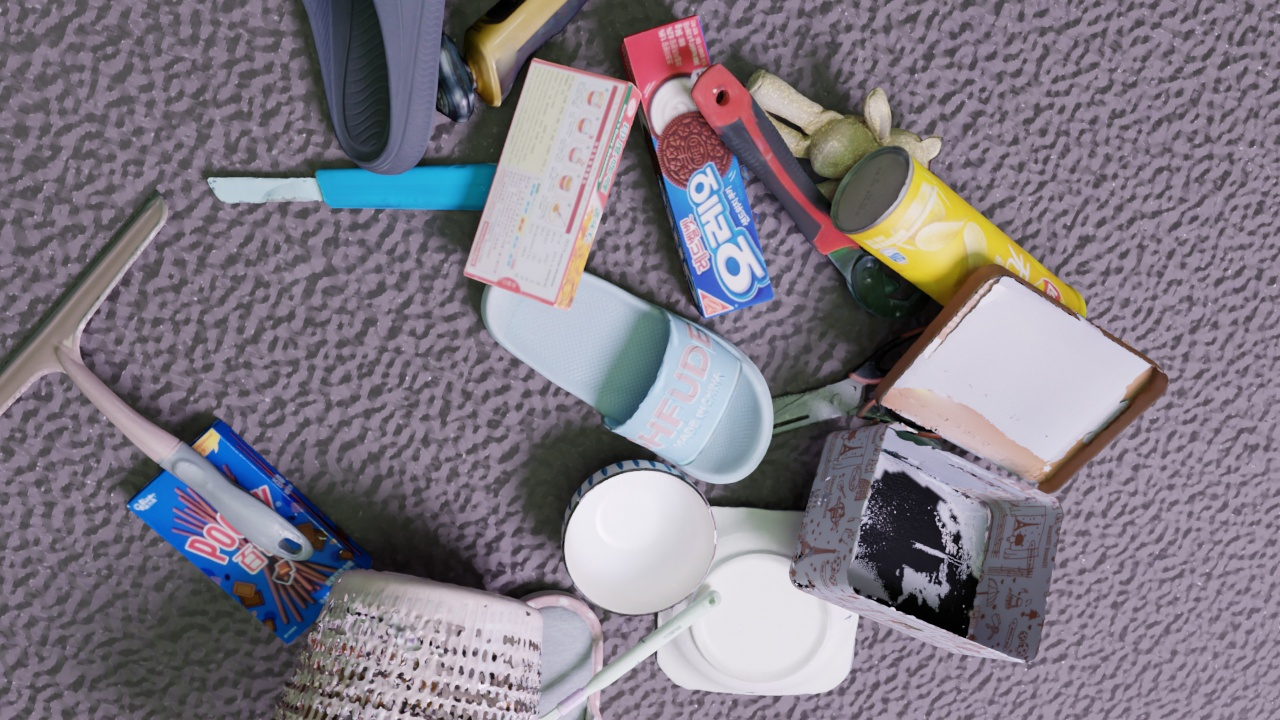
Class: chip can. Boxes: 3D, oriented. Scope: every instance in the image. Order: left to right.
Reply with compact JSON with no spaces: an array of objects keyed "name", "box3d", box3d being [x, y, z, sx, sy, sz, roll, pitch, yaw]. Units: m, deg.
[{"name":"chip can","box3d":[0.236,-0.072,0.671,0.213,0.072,0.072,29,95,-29]}]

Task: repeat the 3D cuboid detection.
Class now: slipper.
[{"name":"slipper","box3d":[-0.176,-0.251,0.568,0.083,0.111,0.268,-12,113,-49]},{"name":"slipper","box3d":[-0.083,0.318,0.733,0.114,0.054,0.274,8,98,-10]},{"name":"slipper","box3d":[-0.004,0.004,0.672,0.245,0.074,0.104,31,94,-10]}]

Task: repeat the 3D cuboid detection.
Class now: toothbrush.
[{"name":"toothbrush","box3d":[-0.016,0.235,0.701,0.189,0.020,0.029,-35,85,-4]}]

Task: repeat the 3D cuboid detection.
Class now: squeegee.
[{"name":"squeegee","box3d":[-0.324,0.056,0.626,0.249,0.040,0.247,42,91,-4]}]

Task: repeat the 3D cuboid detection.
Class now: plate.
[{"name":"plate","box3d":[0.095,0.199,0.734,0.163,0.034,0.164,1,101,3]}]

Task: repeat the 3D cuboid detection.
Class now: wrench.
[{"name":"wrench","box3d":[0.129,-0.110,0.662,0.273,0.016,0.056,37,92,-31]}]

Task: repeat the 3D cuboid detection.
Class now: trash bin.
[{"name":"trash bin","box3d":[-0.158,0.252,0.625,0.227,0.228,0.191,15,70,-12]}]

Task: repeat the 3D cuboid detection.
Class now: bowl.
[{"name":"bowl","box3d":[-0.005,0.128,0.702,0.116,0.066,0.116,-2,102,-8]}]

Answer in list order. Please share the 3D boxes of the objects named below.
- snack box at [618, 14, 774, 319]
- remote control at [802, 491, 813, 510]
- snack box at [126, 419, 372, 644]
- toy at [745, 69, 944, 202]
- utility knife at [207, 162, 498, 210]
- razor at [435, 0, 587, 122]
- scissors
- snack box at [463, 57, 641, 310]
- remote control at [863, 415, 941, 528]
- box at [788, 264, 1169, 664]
[{"name":"snack box","box3d":[0.042,-0.135,0.662,0.058,0.057,0.207,-18,104,-1]},{"name":"remote control","box3d":[0.157,0.132,0.750,0.053,0.024,0.136,26,96,-14]},{"name":"snack box","box3d":[-0.285,0.128,0.677,0.084,0.026,0.157,-42,104,1]},{"name":"toy","box3d":[0.141,-0.164,0.675,0.157,0.066,0.105,21,129,-8]},{"name":"utility knife","box3d":[-0.190,-0.122,0.646,0.216,0.018,0.034,-2,103,-10]},{"name":"razor","box3d":[-0.083,-0.234,0.626,0.167,0.062,0.067,-44,134,-4]},{"name":"scissors","box3d":[0.175,0.039,0.725,0.196,0.015,0.205,34,83,7]},{"name":"snack box","box3d":[-0.061,-0.120,0.624,0.077,0.027,0.156,20,94,19]},{"name":"remote control","box3d":[0.195,0.113,0.729,0.056,0.019,0.135,32,72,-16]},{"name":"box","box3d":[0.241,0.081,0.671,0.178,0.125,0.274,26,95,-18]}]
